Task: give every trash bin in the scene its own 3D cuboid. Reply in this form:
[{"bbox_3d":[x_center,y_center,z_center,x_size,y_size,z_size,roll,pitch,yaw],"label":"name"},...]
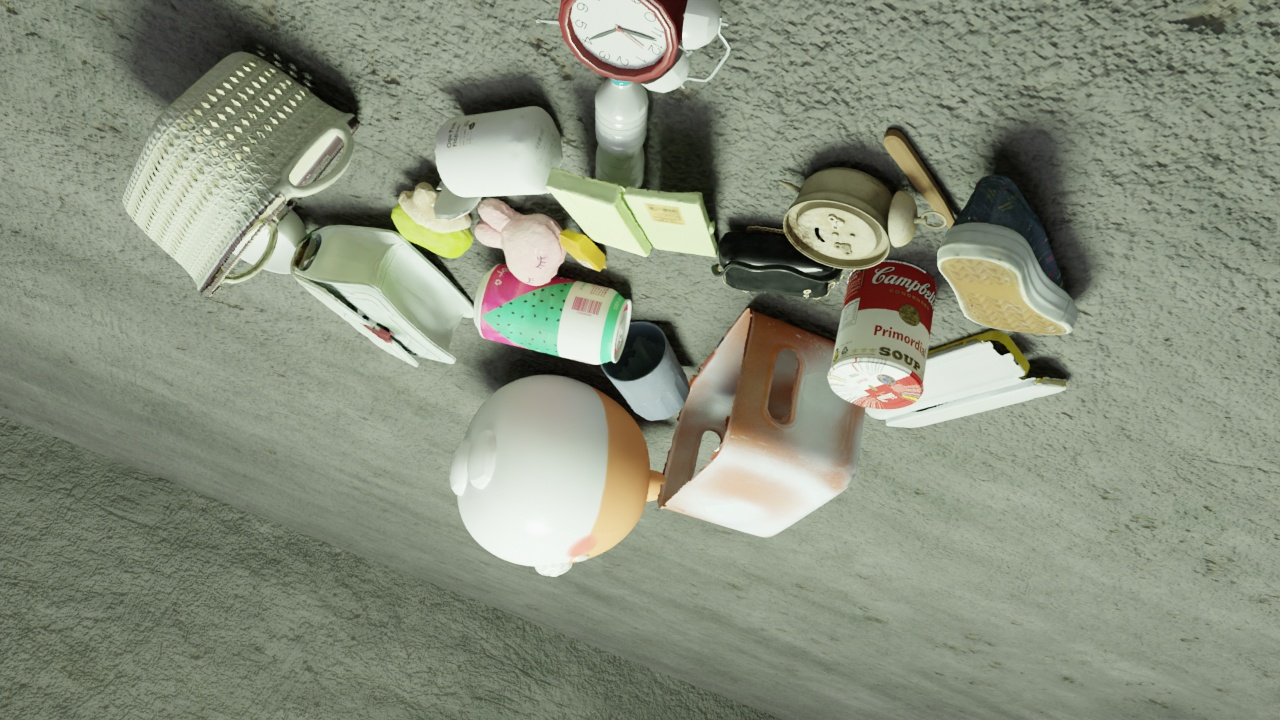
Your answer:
[{"bbox_3d":[0.140,0.083,1.056,0.157,0.181,0.260,19,151,-6],"label":"trash bin"}]

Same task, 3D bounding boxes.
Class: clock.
[{"bbox_3d":[0.191,-0.125,0.785,0.141,0.054,0.093,7,151,34],"label":"clock"},{"bbox_3d":[0.000,-0.250,0.675,0.137,0.048,0.096,26,151,-13],"label":"clock"}]

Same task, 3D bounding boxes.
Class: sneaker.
[{"bbox_3d":[0.313,-0.082,0.779,0.088,0.079,0.235,8,170,37],"label":"sneaker"}]

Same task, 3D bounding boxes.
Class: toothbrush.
[{"bbox_3d":[0.250,-0.136,0.774,0.016,0.016,0.167,-12,138,43],"label":"toothbrush"}]

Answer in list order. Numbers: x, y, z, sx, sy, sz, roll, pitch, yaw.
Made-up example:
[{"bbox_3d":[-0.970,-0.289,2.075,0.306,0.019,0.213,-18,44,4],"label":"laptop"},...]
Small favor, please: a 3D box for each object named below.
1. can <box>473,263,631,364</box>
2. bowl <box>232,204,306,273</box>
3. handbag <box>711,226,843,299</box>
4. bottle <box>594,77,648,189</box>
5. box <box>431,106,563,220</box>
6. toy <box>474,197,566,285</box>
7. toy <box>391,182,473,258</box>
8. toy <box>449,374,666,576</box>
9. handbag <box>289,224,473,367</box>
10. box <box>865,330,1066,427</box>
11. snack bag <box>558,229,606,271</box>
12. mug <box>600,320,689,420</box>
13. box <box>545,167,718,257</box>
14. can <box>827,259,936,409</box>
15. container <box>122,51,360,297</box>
[{"bbox_3d":[-0.100,-0.052,1.043,0.166,0.088,0.088,13,152,8],"label":"can"},{"bbox_3d":[-0.445,-0.158,1.089,0.115,0.050,0.115,14,152,7],"label":"bowl"},{"bbox_3d":[0.131,-0.087,0.889,0.128,0.054,0.079,7,154,14],"label":"handbag"},{"bbox_3d":[-0.017,-0.197,0.783,0.044,0.044,0.136,15,152,6],"label":"bottle"},{"bbox_3d":[-0.150,-0.182,0.850,0.166,0.084,0.094,4,157,28],"label":"box"},{"bbox_3d":[-0.128,-0.128,0.970,0.105,0.053,0.109,33,153,2],"label":"toy"},{"bbox_3d":[-0.220,-0.152,0.976,0.092,0.043,0.118,26,156,-3],"label":"toy"},{"bbox_3d":[-0.112,0.158,1.249,0.280,0.265,0.264,15,159,-29],"label":"toy"},{"bbox_3d":[-0.310,-0.073,1.105,0.142,0.096,0.198,7,158,25],"label":"handbag"},{"bbox_3d":[0.341,0.033,1.004,0.128,0.045,0.210,29,150,-25],"label":"box"},{"bbox_3d":[-0.059,-0.114,0.954,0.026,0.020,0.099,20,175,18],"label":"snack bag"},{"bbox_3d":[-0.007,0.007,1.120,0.124,0.083,0.104,29,163,34],"label":"mug"},{"bbox_3d":[0.000,-0.129,0.845,0.138,0.030,0.187,13,175,9],"label":"box"},{"bbox_3d":[0.232,-0.024,0.875,0.087,0.116,0.087,14,152,7],"label":"can"},{"bbox_3d":[-0.392,-0.181,0.897,0.143,0.184,0.252,43,143,-19],"label":"container"}]
